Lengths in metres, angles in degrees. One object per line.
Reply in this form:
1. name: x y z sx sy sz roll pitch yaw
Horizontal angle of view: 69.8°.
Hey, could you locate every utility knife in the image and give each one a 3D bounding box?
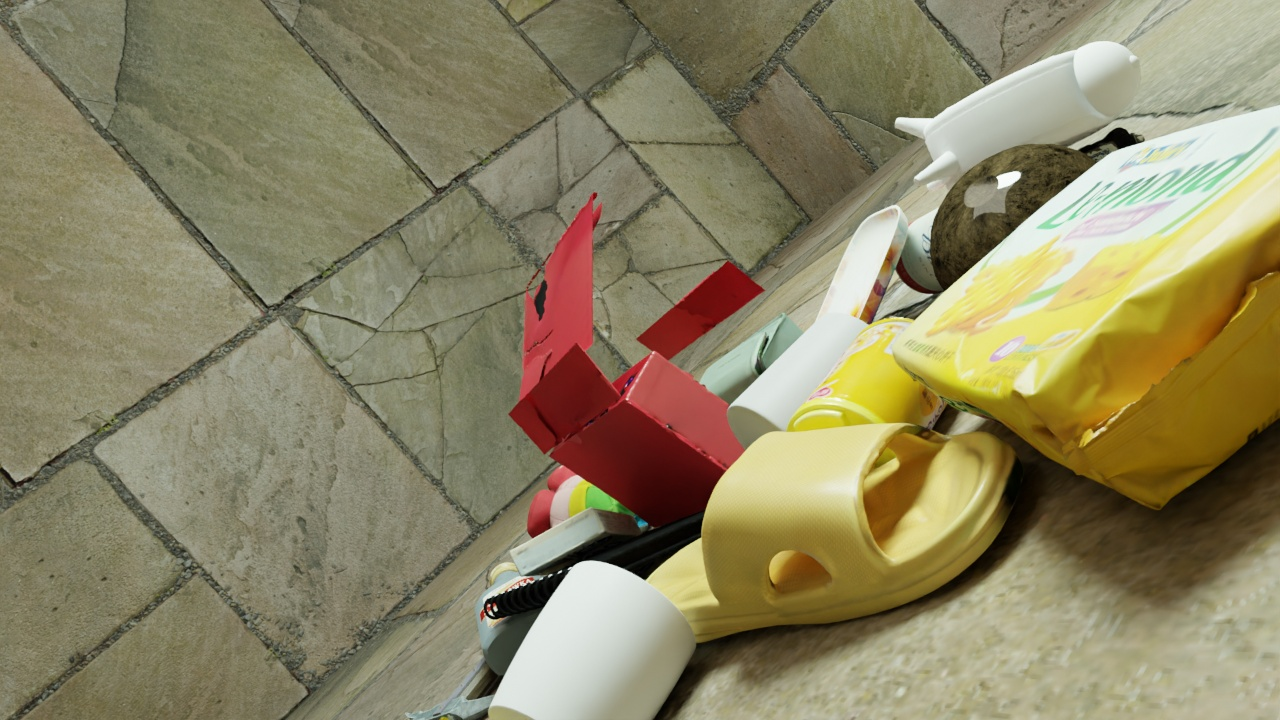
1. utility knife: 0.008 0.152 0.989 0.031 0.015 0.209 -40 6 13

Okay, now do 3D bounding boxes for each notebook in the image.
1. notebook: -0.016 0.149 0.696 0.168 0.019 0.232 -18 -10 -29

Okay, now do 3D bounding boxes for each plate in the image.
1. plate: 0.186 -0.044 0.819 0.187 0.016 0.187 -73 5 -87

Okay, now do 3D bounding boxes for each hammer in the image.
1. hammer: -0.101 0.247 0.908 0.147 0.028 0.315 -31 8 36

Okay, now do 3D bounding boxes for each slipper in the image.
1. slipper: 0.070 0.081 0.468 0.099 0.078 0.264 -39 2 -41

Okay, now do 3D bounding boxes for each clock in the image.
1. clock: 0.280 -0.184 0.686 0.161 0.073 0.125 -24 -2 24

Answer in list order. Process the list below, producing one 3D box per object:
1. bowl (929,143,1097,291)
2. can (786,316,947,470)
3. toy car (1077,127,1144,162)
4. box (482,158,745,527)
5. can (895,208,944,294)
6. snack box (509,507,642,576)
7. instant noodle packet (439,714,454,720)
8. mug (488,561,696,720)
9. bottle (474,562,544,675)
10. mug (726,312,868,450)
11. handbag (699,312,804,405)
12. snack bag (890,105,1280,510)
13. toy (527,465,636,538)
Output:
1. bowl: 0.231 -0.091 0.582 0.121 0.056 0.121 -38 34 31
2. can: 0.135 0.027 0.526 0.104 0.067 0.068 -43 3 -40
3. toy car: 0.342 -0.146 0.716 0.112 0.040 0.048 -24 -2 -13
4. box: -0.042 0.011 0.791 0.123 0.315 0.212 -32 -3 -27
5. can: 0.263 -0.098 0.725 0.067 0.067 0.170 -42 2 -11
6. snack box: -0.052 0.164 0.819 0.082 0.026 0.150 -29 -16 5
7. instant noodle packet: -0.166 0.300 0.480 0.162 0.084 0.222 -41 -6 -48
8. mug: -0.034 0.172 0.493 0.087 0.081 0.114 -51 6 -37
9. bottle: -0.114 0.226 0.837 0.072 0.046 0.161 -29 12 -9
10. mug: 0.121 0.036 0.632 0.096 0.078 0.112 -43 -26 -18
11. handbag: 0.127 0.011 1.018 0.105 0.067 0.122 -45 4 -41
12. snack bag: 0.199 -0.024 0.375 0.160 0.068 0.247 -41 2 8
13. toy: -0.051 0.153 0.947 0.123 0.131 0.097 -47 -40 -48
